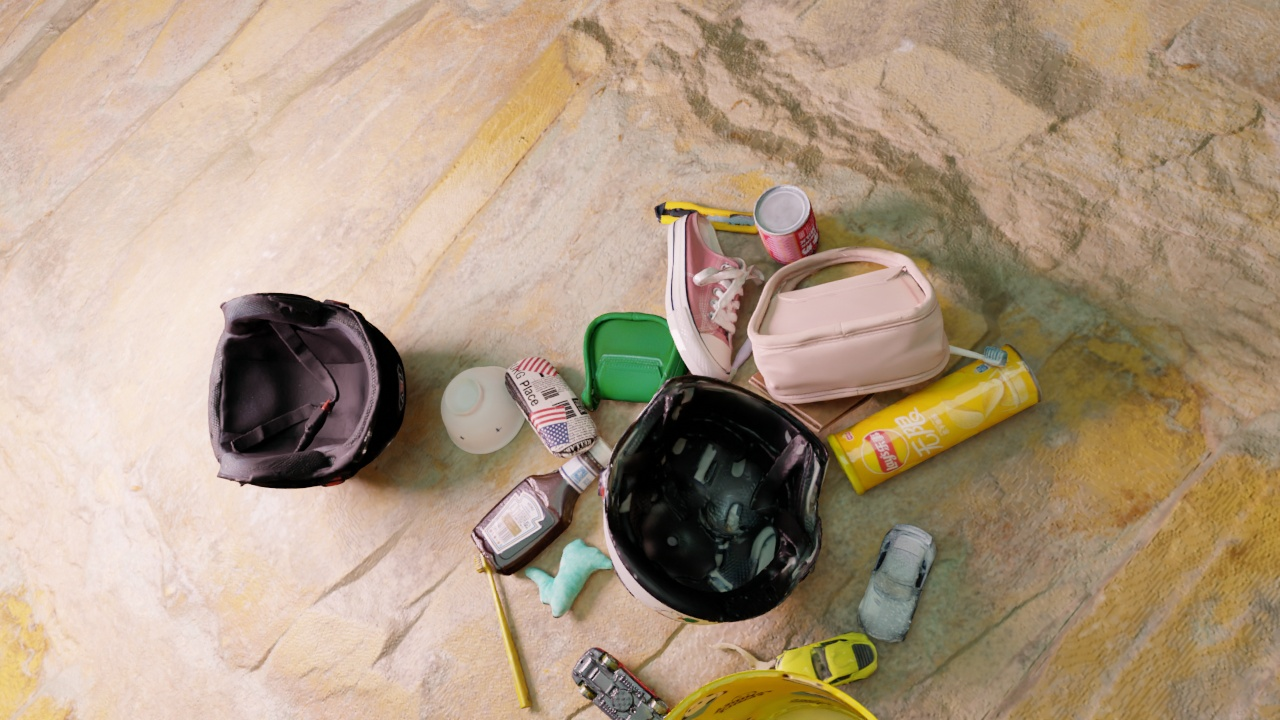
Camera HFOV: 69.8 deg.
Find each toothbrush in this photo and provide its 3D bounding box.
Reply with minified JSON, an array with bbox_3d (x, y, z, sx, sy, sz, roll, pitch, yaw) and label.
[{"bbox_3d":[0.288,-0.022,0.992,0.221,0.026,0.026,16,115,42],"label":"toothbrush"},{"bbox_3d":[0.127,-0.021,1.090,0.021,0.029,0.189,38,83,-13],"label":"toothbrush"},{"bbox_3d":[-0.162,0.311,1.071,0.017,0.015,0.190,-28,64,13],"label":"toothbrush"}]

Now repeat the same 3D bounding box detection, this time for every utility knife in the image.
[{"bbox_3d":[0.088,-0.183,1.166,0.156,0.015,0.033,10,77,22],"label":"utility knife"}]

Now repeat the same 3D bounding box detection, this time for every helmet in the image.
[{"bbox_3d":[0.062,0.159,0.953,0.230,0.157,0.273,22,55,-2],"label":"helmet"},{"bbox_3d":[-0.405,0.041,1.139,0.275,0.230,0.233,-3,84,19],"label":"helmet"}]

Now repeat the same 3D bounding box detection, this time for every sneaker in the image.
[{"bbox_3d":[0.087,-0.083,1.077,0.088,0.118,0.240,-22,53,29],"label":"sneaker"}]

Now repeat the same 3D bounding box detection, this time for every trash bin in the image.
[{"bbox_3d":[0.138,0.393,0.798,0.230,0.255,0.229,-7,69,17],"label":"trash bin"}]

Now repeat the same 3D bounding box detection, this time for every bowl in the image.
[{"bbox_3d":[-0.208,0.053,1.156,0.118,0.065,0.118,-6,69,16],"label":"bowl"}]

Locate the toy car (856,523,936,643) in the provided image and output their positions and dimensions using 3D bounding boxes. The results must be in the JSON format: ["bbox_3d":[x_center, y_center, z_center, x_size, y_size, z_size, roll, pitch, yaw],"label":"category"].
[{"bbox_3d":[0.262,0.227,0.938,0.054,0.037,0.120,18,76,24],"label":"toy car"}]

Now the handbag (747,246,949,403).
[{"bbox_3d":[0.220,-0.062,0.998,0.193,0.093,0.233,-12,34,15],"label":"handbag"}]

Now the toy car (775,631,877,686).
[{"bbox_3d":[0.188,0.306,0.926,0.105,0.032,0.048,-13,67,-6],"label":"toy car"}]

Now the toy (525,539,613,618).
[{"bbox_3d":[-0.087,0.249,1.060,0.096,0.030,0.091,25,78,32],"label":"toy"}]

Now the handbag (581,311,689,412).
[{"bbox_3d":[-0.007,0.006,1.099,0.131,0.068,0.120,3,72,21],"label":"handbag"}]

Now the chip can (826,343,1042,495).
[{"bbox_3d":[0.306,0.063,0.965,0.213,0.072,0.072,-28,64,7],"label":"chip can"}]

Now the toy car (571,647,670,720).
[{"bbox_3d":[-0.018,0.360,0.985,0.120,0.045,0.053,39,89,21],"label":"toy car"}]

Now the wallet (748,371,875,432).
[{"bbox_3d":[0.191,0.027,1.013,0.101,0.020,0.115,36,43,27],"label":"wallet"}]

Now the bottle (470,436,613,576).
[{"bbox_3d":[-0.110,0.167,1.090,0.195,0.044,0.080,-42,63,0],"label":"bottle"}]

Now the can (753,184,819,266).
[{"bbox_3d":[0.174,-0.156,1.081,0.067,0.094,0.066,-7,68,17],"label":"can"}]

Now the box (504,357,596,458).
[{"bbox_3d":[-0.110,0.056,1.111,0.069,0.052,0.164,-33,51,-6],"label":"box"}]

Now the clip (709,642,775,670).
[{"bbox_3d":[0.113,0.313,0.962,0.102,0.035,0.095,-29,65,3],"label":"clip"}]
